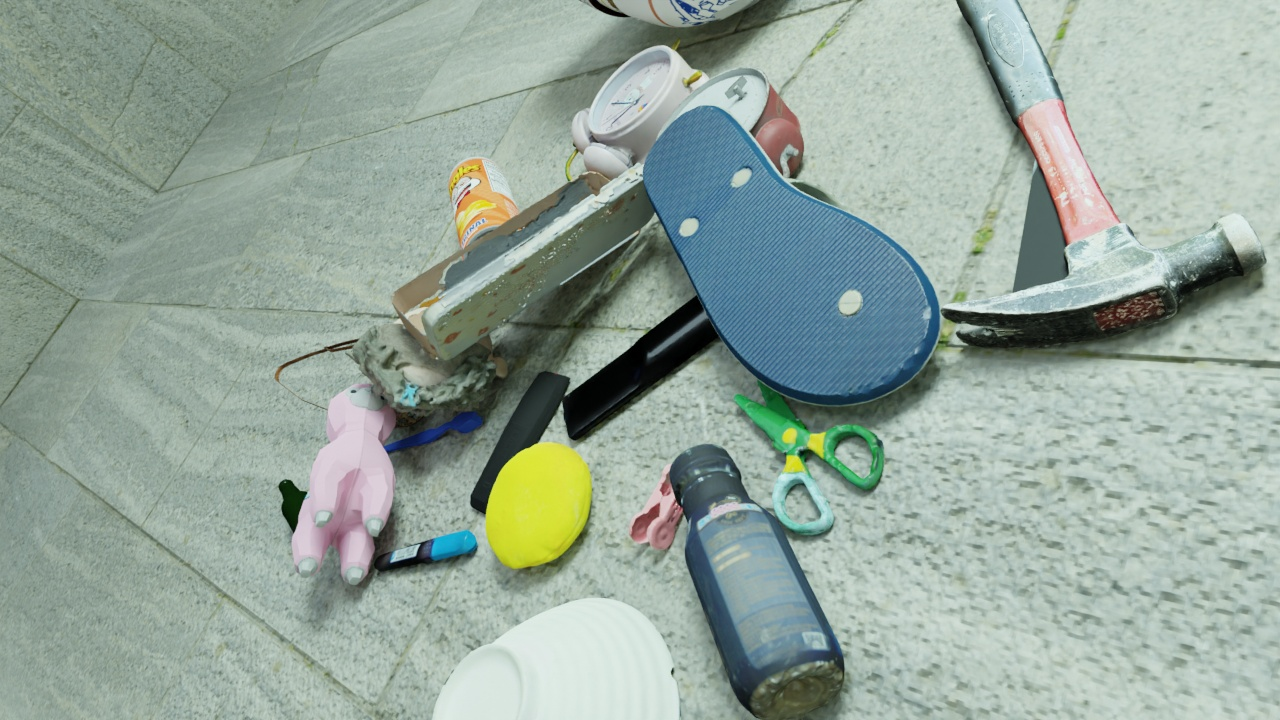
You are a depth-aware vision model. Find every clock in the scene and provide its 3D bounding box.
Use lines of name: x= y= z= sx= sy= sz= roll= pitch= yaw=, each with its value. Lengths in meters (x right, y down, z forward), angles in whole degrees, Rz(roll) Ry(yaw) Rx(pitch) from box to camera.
clock: x=-0.006 y=-0.215 z=0.834 sx=0.158 sy=0.059 sz=0.116 roll=-39 pitch=37 yaw=15
clock: x=0.068 y=-0.166 z=0.712 sx=0.110 sy=0.062 sz=0.156 roll=-38 pitch=38 yaw=15

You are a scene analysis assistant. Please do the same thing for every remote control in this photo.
remote control: x=-0.097 y=0.063 z=0.726 sx=0.039 sy=0.010 sz=0.124 roll=12 pitch=69 yaw=50
remote control: x=-0.004 y=0.004 z=0.673 sx=0.141 sy=0.021 sz=0.045 roll=-38 pitch=37 yaw=18

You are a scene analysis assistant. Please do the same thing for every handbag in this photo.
handbag: x=-0.279 y=0.020 z=0.895 sx=0.196 sy=0.043 sz=0.093 roll=-1 pitch=64 yaw=26

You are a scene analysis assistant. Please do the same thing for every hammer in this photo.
hammer: x=0.229 y=-0.141 z=0.547 sx=0.141 sy=0.036 sz=0.325 roll=-25 pitch=43 yaw=28

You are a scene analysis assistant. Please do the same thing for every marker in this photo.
marker: x=-0.171 y=0.152 z=0.723 sx=0.123 sy=0.015 sz=0.018 roll=-20 pitch=42 yaw=38

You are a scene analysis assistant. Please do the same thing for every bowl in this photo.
bowl: x=-0.068 y=0.208 z=0.519 sx=0.178 sy=0.071 sz=0.177 roll=-28 pitch=41 yaw=27

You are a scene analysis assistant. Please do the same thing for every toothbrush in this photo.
toothbrush: x=-0.206 y=0.074 z=0.835 sx=0.187 sy=0.011 sz=0.016 roll=-20 pitch=46 yaw=39

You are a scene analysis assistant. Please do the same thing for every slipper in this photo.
slipper: x=0.088 y=-0.070 z=0.607 sx=0.118 sy=0.060 sz=0.294 roll=-43 pitch=48 yaw=12

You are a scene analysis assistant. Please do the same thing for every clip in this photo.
clip: x=0.012 y=0.091 z=0.581 sx=0.039 sy=0.022 sz=0.059 roll=12 pitch=62 yaw=53

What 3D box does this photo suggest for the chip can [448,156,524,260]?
chip can: x=-0.150 y=-0.139 z=0.896 sx=0.062 sy=0.062 sz=0.210 roll=-43 pitch=31 yaw=10

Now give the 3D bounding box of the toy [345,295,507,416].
toy: x=-0.179 y=-0.008 z=0.807 sx=0.175 sy=0.133 sz=0.076 roll=-76 pitch=2 yaw=-58

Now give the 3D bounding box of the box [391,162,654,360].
box: x=-0.093 y=-0.091 z=0.728 sx=0.216 sy=0.094 sz=0.121 roll=-36 pitch=48 yaw=-19

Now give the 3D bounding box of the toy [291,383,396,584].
toy: x=-0.247 y=0.100 z=0.777 sx=0.124 sy=0.067 sz=0.157 roll=-61 pitch=26 yaw=31

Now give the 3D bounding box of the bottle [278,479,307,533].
bottle: x=-0.325 y=0.142 z=0.876 sx=0.033 sy=0.033 sz=0.123 roll=-55 pitch=36 yaw=-7

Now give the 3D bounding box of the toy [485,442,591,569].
toy: x=-0.073 y=0.101 z=0.643 sx=0.096 sy=0.041 sz=0.094 roll=-4 pitch=61 yaw=44

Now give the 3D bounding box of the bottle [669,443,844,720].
bottle: x=0.054 y=0.110 z=0.488 sx=0.056 sy=0.056 sz=0.160 roll=-40 pitch=38 yaw=13

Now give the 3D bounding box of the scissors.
scissors: x=0.084 y=0.055 z=0.545 sx=0.078 sy=0.013 sz=0.132 roll=-51 pitch=37 yaw=-2

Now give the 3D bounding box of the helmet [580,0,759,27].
helmet: x=0.034 y=-0.422 z=0.828 sx=0.315 sy=0.231 sz=0.236 roll=-33 pitch=75 yaw=13
